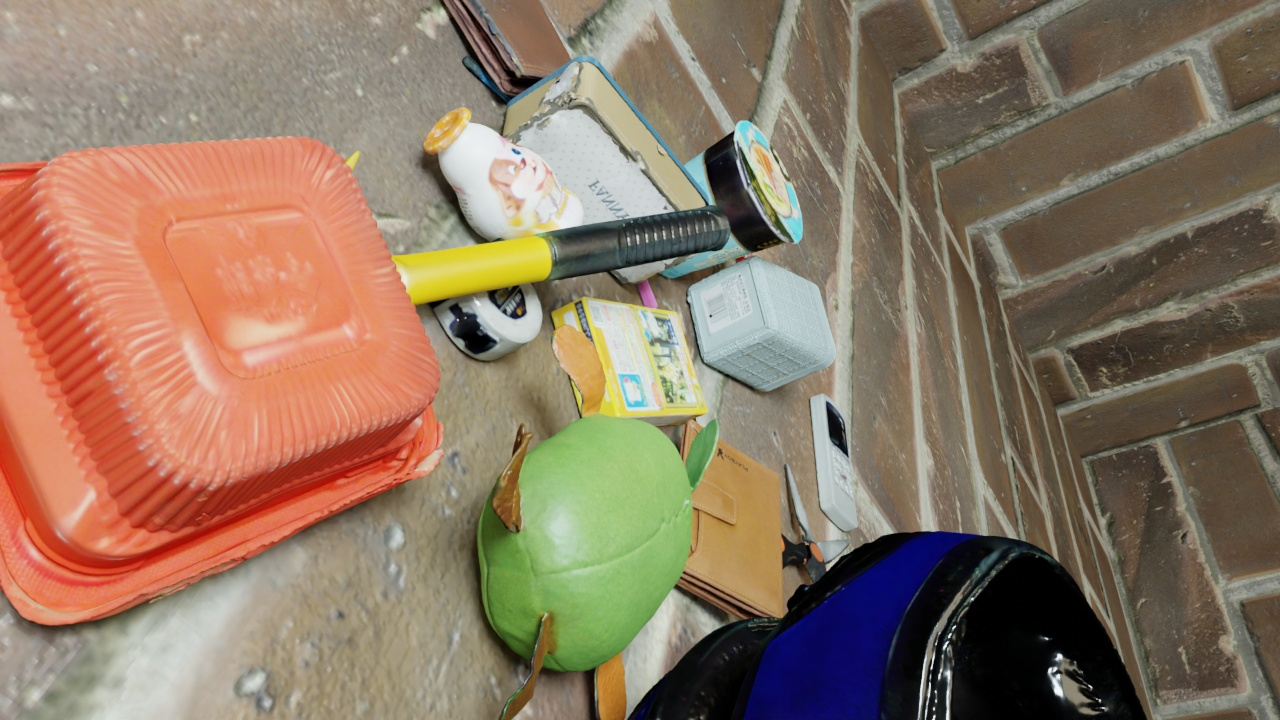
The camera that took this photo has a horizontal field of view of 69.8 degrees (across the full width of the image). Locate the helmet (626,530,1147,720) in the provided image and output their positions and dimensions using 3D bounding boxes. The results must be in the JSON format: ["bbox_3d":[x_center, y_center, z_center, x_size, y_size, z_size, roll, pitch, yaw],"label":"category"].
[{"bbox_3d":[0.094,0.237,0.430,0.246,0.241,0.315,-15,92,-43],"label":"helmet"}]

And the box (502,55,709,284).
[{"bbox_3d":[-0.019,-0.131,0.685,0.184,0.090,0.061,44,34,-41],"label":"box"}]

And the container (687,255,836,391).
[{"bbox_3d":[0.108,-0.035,0.838,0.111,0.090,0.090,20,52,-51],"label":"container"}]

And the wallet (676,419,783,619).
[{"bbox_3d":[0.064,0.119,0.677,0.107,0.031,0.131,34,39,-24],"label":"wallet"}]

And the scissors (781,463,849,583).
[{"bbox_3d":[0.143,0.182,0.797,0.220,0.022,0.234,27,39,-46],"label":"scissors"}]

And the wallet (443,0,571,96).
[{"bbox_3d":[-0.094,-0.249,0.696,0.101,0.032,0.124,58,25,0],"label":"wallet"}]

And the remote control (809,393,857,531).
[{"bbox_3d":[0.206,0.106,0.977,0.058,0.021,0.149,43,36,-38],"label":"remote control"}]

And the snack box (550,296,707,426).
[{"bbox_3d":[-0.004,0.004,0.670,0.140,0.034,0.087,2,68,-59],"label":"snack box"}]

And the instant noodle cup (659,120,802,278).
[{"bbox_3d":[0.061,-0.128,0.788,0.111,0.121,0.111,38,40,-41],"label":"instant noodle cup"}]

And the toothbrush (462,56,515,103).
[{"bbox_3d":[-0.069,-0.173,0.712,0.189,0.016,0.014,34,44,-42],"label":"toothbrush"}]

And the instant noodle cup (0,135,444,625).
[{"bbox_3d":[-0.153,-0.013,0.343,0.188,0.079,0.164,-25,89,-53],"label":"instant noodle cup"}]

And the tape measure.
[{"bbox_3d":[-0.091,-0.034,0.543,0.066,0.034,0.065,62,30,-5],"label":"tape measure"}]

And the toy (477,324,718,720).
[{"bbox_3d":[-0.027,0.094,0.497,0.246,0.090,0.227,-12,100,-69],"label":"toy"}]

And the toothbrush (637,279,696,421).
[{"bbox_3d":[0.029,0.008,0.745,0.189,0.014,0.017,70,18,7],"label":"toothbrush"}]

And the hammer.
[{"bbox_3d":[-0.057,-0.060,0.524,0.299,0.033,0.128,-16,85,-42],"label":"hammer"}]

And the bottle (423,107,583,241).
[{"bbox_3d":[-0.086,-0.107,0.573,0.108,0.063,0.063,45,35,-35],"label":"bottle"}]

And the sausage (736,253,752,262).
[{"bbox_3d":[0.098,-0.135,0.970,0.156,0.020,0.020,66,28,-3],"label":"sausage"}]
